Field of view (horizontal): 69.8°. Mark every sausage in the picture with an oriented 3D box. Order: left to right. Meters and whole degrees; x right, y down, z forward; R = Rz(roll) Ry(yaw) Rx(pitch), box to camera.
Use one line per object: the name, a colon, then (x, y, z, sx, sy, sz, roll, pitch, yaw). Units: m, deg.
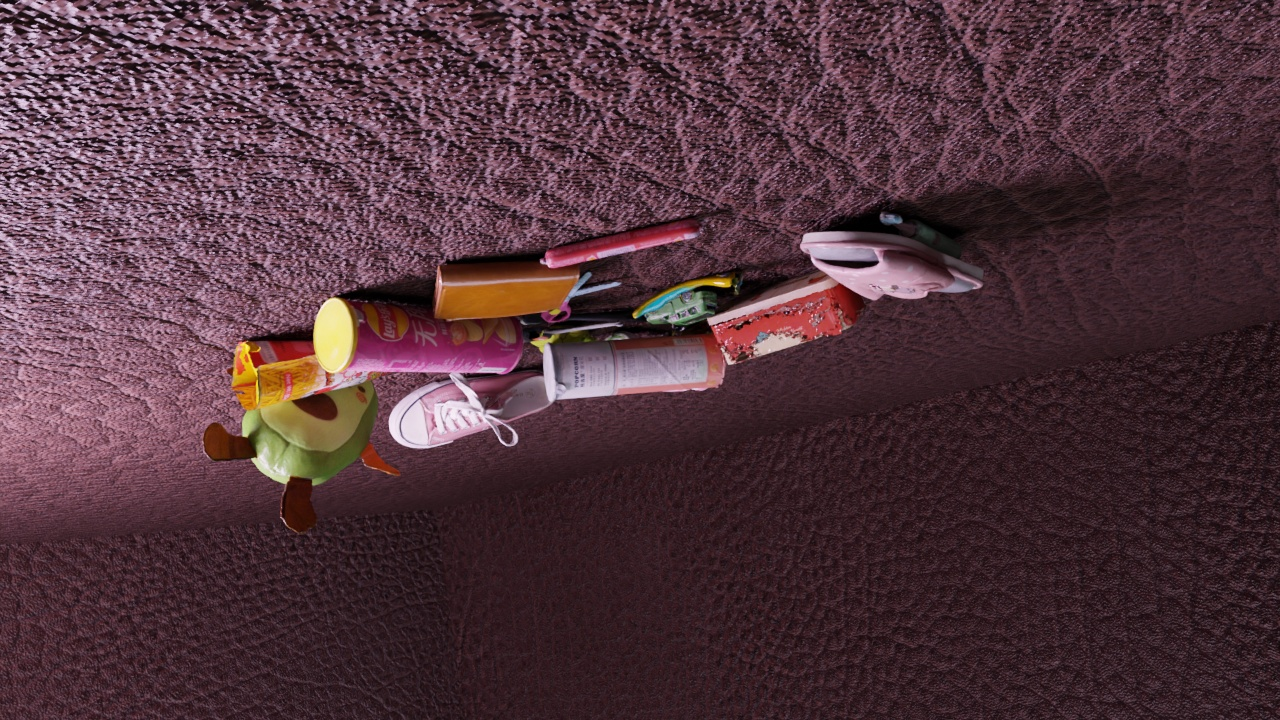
sausage: (-0.016, -0.106, 0.832, 0.156, 0.020, 0.020, -11, 169, 6)

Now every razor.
razor: (0.051, -0.074, 1.032, 0.133, 0.028, 0.043, -16, -161, 17)

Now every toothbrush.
toothbrush: (-0.058, -0.051, 1.085, 0.180, 0.015, 0.018, -3, 173, -29)
toothbrush: (0.297, -0.132, 0.973, 0.027, 0.026, 0.224, 8, -179, 35)

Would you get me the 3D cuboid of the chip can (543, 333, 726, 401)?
chip can: (-0.007, 0.007, 1.117, 0.214, 0.071, 0.071, -4, 168, -15)

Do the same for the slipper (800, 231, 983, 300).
slipper: (0.270, -0.093, 0.973, 0.273, 0.054, 0.114, 7, 179, -42)

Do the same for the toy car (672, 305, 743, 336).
toy car: (0.106, -0.043, 1.217, 0.070, 0.042, 0.157, -19, 168, 41)

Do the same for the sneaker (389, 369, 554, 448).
sneaker: (-0.232, 0.067, 1.292, 0.240, 0.118, 0.088, -13, -172, -15)

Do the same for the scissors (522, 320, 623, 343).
scissors: (-0.134, -0.028, 1.050, 0.236, 0.021, 0.136, -11, 168, 39)

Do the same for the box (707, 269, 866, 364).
box: (0.173, -0.047, 1.078, 0.169, 0.079, 0.091, -18, -168, 32)

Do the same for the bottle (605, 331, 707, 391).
bottle: (0.028, 0.009, 1.272, 0.068, 0.068, 0.196, -18, 159, 36)

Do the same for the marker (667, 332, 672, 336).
marker: (0.024, -0.014, 1.334, 0.022, 0.018, 0.131, 31, 156, -11)

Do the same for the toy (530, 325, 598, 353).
toy: (-0.095, -0.023, 1.154, 0.096, 0.031, 0.100, -3, 163, -19)

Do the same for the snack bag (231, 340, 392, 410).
snack bag: (-0.334, 0.003, 1.013, 0.207, 0.073, 0.129, -11, 171, -41)

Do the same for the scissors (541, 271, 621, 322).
scissors: (-0.089, -0.068, 0.978, 0.125, 0.017, 0.134, 0, 161, -29)

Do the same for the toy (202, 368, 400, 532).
toy: (-0.377, 0.077, 1.049, 0.090, 0.227, 0.246, -48, -171, 26)

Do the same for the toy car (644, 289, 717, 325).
toy car: (0.047, -0.061, 1.085, 0.091, 0.036, 0.043, -13, 171, 33)

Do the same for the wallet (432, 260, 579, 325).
wallet: (-0.134, -0.065, 0.891, 0.130, 0.035, 0.119, -5, 168, -18)

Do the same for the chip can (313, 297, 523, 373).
chip can: (-0.220, -0.022, 0.938, 0.072, 0.071, 0.210, -19, 166, 39)
